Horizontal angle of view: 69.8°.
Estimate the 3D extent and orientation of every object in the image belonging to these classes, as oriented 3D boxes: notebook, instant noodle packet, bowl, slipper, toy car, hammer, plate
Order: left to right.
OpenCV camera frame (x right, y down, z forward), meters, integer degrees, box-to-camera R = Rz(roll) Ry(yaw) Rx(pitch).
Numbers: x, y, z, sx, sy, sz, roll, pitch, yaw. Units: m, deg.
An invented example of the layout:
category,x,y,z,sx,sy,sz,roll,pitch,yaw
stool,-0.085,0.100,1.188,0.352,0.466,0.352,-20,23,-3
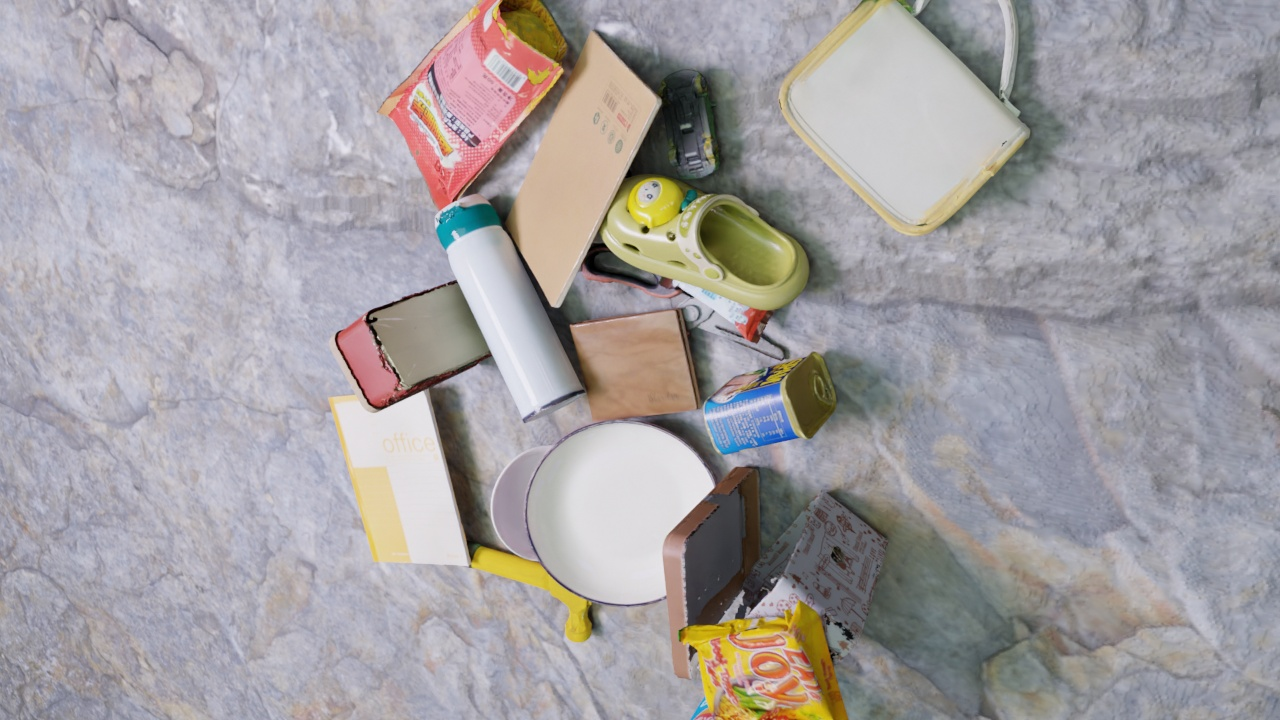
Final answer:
category,x,y,z,sx,sy,sz,roll,pitch,yaw
notebook,-0.270,0.133,1.029,0.146,0.010,0.206,-5,103,28
hammer,-0.185,0.221,1.039,0.301,0.032,0.129,10,109,24
bowl,-0.105,0.141,0.947,0.065,0.118,0.118,9,115,65
notebook,-0.059,-0.171,0.821,0.208,0.008,0.147,-61,41,27
plate,-0.016,0.146,0.901,0.192,0.039,0.192,0,102,2
toy car,0.044,-0.203,0.788,0.043,0.036,0.091,-5,104,29
slipper,0.056,-0.112,0.774,0.190,0.091,0.082,25,156,10
instant noodle packet,0.098,0.249,0.697,0.111,0.044,0.128,-17,100,23

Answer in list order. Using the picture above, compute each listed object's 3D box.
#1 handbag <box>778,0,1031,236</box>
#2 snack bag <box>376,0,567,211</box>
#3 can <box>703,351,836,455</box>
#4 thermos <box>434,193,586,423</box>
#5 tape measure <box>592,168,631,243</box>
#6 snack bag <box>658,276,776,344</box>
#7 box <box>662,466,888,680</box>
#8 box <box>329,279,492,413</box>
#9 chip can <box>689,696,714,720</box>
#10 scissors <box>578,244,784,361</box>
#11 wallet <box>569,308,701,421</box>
category,x,y,z,sx,sy,sz,roll,pitch,yaw
handbag,0.217,-0.204,0.697,0.179,0.063,0.163,-45,83,15
snack bag,-0.161,-0.249,0.866,0.208,0.073,0.128,-36,83,36
can,0.112,0.038,0.793,0.083,0.101,0.057,-17,98,31
thermos,-0.130,-0.054,0.890,0.073,0.073,0.224,-29,84,31
tape measure,-0.036,-0.142,0.850,0.066,0.033,0.066,-9,99,30
snack bag,0.070,-0.060,0.811,0.104,0.026,0.048,31,93,15
box,0.096,0.186,0.804,0.166,0.181,0.151,40,118,6
box,-0.204,-0.021,0.894,0.078,0.167,0.091,-27,93,34
chip can,0.088,0.320,0.829,0.071,0.209,0.071,8,109,24
scissors,0.030,-0.047,0.858,0.226,0.015,0.189,-35,88,30
wallet,-0.005,0.005,0.871,0.115,0.020,0.101,-8,103,25
